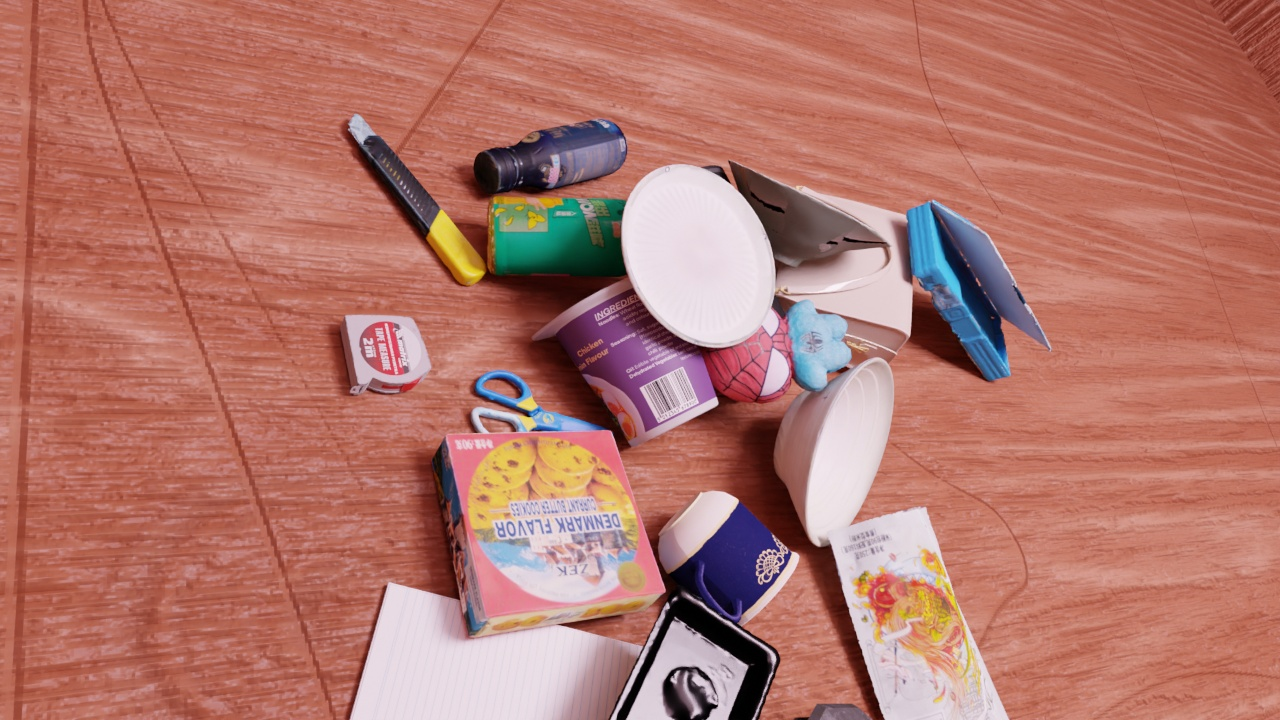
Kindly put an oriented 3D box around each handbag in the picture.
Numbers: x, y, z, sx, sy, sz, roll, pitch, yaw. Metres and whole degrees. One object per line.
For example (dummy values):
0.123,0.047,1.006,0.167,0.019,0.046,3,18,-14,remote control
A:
0.182,-0.101,0.969,0.198,0.102,0.194,20,52,-6,handbag
0.145,0.338,0.631,0.197,0.103,0.198,44,41,-16,handbag

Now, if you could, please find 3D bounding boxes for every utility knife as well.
-0.197,-0.142,0.794,0.028,0.020,0.187,-33,83,-42,utility knife

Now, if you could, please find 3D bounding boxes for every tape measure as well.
-0.197,-0.004,0.705,0.062,0.020,0.060,-2,63,-34,tape measure

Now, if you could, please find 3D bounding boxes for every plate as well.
0.047,-0.085,0.750,0.156,0.014,0.156,11,70,-32,plate

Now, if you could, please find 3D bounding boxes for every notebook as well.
-0.069,0.261,0.607,0.245,0.013,0.177,19,52,-15,notebook

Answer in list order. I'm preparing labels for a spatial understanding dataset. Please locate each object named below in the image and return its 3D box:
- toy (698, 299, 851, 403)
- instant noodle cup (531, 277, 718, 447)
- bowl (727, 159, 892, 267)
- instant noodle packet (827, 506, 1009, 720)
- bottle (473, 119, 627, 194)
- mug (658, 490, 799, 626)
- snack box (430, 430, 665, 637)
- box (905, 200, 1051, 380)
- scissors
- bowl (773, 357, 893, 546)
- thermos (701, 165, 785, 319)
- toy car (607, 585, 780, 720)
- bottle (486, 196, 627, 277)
0.114,-0.010,0.792,0.133,0.062,0.092,-7,82,8,toy
-0.005,0.005,0.774,0.137,0.122,0.122,-27,86,4,instant noodle cup
0.149,-0.128,0.888,0.174,0.068,0.174,26,13,-7,bowl
0.256,0.265,0.800,0.146,0.057,0.269,-7,70,-33,instant noodle packet
-0.084,-0.192,0.874,0.160,0.056,0.056,-24,76,-39,bottle
0.059,0.156,0.715,0.089,0.086,0.111,45,23,3,mug
-0.070,0.122,0.681,0.142,0.040,0.144,1,53,-32,snack box
0.376,-0.078,1.006,0.243,0.086,0.091,39,45,-43,box
-0.078,0.045,0.755,0.130,0.022,0.070,12,56,-21,scissors
0.166,0.075,0.829,0.058,0.177,0.176,19,38,33,bowl
0.078,-0.075,0.877,0.105,0.106,0.218,-20,79,-39,thermos
0.011,0.256,0.598,0.094,0.071,0.191,33,49,-2,toy car
-0.027,-0.106,0.799,0.209,0.068,0.068,0,59,-6,bottle
